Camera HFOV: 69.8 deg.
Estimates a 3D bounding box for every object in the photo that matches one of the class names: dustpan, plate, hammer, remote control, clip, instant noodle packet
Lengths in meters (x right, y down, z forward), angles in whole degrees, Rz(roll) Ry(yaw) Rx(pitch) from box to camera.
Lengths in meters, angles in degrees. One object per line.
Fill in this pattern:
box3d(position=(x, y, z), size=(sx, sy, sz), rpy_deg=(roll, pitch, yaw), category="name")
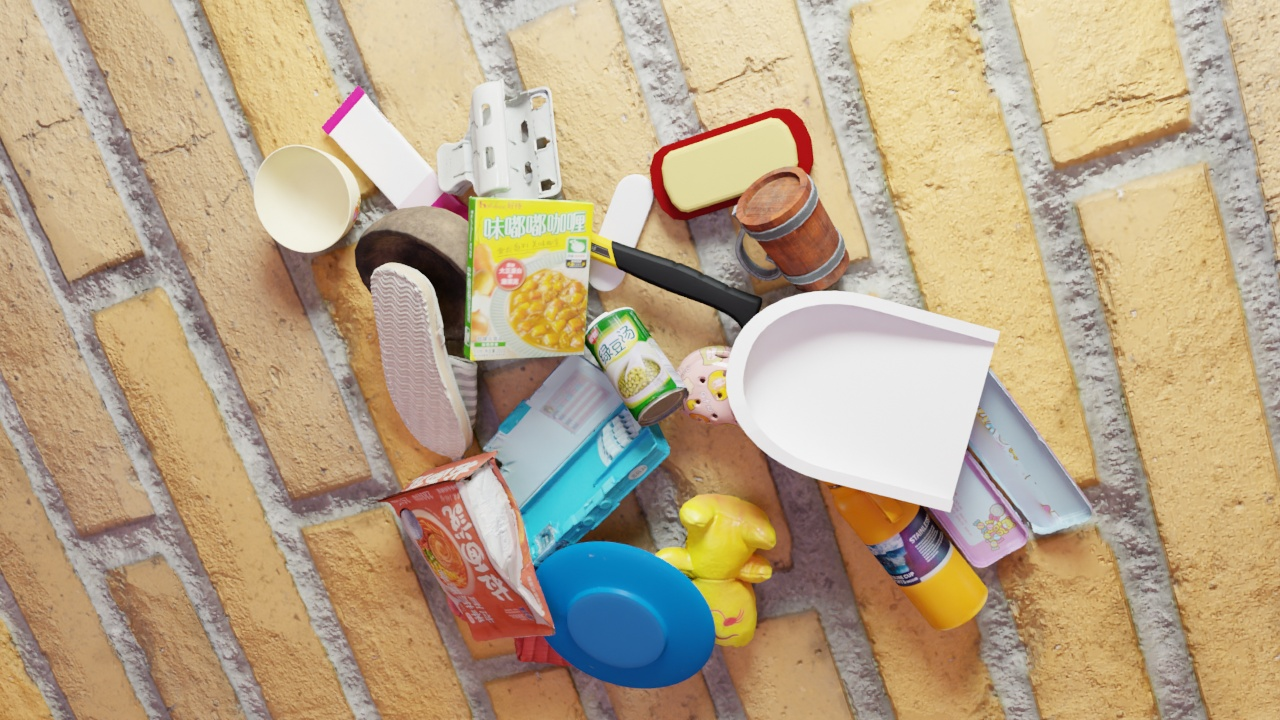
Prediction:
box3d(position=(0.215, 0.030, 0.929), size=(0.258, 0.053, 0.191), rpy_deg=(15, 92, 5), category="dustpan")
box3d(position=(-0.026, 0.304, 1.057), size=(0.224, 0.024, 0.225), rpy_deg=(8, 121, 13), category="plate")
box3d(position=(-0.021, -0.113, 1.004), size=(0.324, 0.029, 0.127), rpy_deg=(23, 107, 11), category="hammer")
box3d(position=(-0.023, -0.141, 1.022), size=(0.043, 0.013, 0.137), rpy_deg=(24, 108, 5), category="remote control")
box3d(position=(-0.164, -0.227, 0.981), size=(0.152, 0.105, 0.126), rpy_deg=(-8, 78, 14), category="clip")
box3d(position=(-0.194, 0.232, 1.088), size=(0.165, 0.083, 0.221), rpy_deg=(-19, 99, 41), category="instant noodle packet")

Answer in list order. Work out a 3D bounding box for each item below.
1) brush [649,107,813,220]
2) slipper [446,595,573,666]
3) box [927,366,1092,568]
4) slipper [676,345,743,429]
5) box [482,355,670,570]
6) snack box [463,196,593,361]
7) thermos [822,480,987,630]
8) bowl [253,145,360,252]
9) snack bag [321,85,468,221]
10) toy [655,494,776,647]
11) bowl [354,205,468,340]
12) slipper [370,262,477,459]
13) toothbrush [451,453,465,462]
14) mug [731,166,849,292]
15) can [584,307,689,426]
box3d(position=(0.094, -0.205, 0.966), size=(0.174, 0.041, 0.082), rpy_deg=(-15, 101, 15), category="brush")
box3d(position=(-0.133, 0.327, 1.146), size=(0.249, 0.059, 0.104), rpy_deg=(12, 106, 10), category="slipper")
box3d(position=(0.367, 0.114, 0.994), size=(0.152, 0.040, 0.214), rpy_deg=(-35, 95, 31), category="box")
box3d(position=(0.130, 0.042, 1.005), size=(0.197, 0.081, 0.093), rpy_deg=(10, 105, 7), category="slipper")
box3d(position=(-0.085, 0.119, 1.075), size=(0.228, 0.086, 0.168), rpy_deg=(-46, 75, 18), category="box")
box3d(position=(-0.117, -0.085, 0.967), size=(0.131, 0.027, 0.168), rpy_deg=(-3, 105, -28), category="snack box")
box3d(position=(0.285, 0.183, 1.005), size=(0.232, 0.076, 0.092), rpy_deg=(51, 148, -4), category="thermos")
box3d(position=(-0.368, -0.187, 1.050), size=(0.118, 0.074, 0.118), rpy_deg=(3, 105, 11), category="bowl")
box3d(position=(-0.278, -0.217, 1.054), size=(0.070, 0.016, 0.196), rpy_deg=(-42, 93, 16), category="snack bag")
box3d(position=(0.078, 0.242, 1.063), size=(0.134, 0.087, 0.194), rpy_deg=(6, 115, -3), category="toy")
box3d(position=(-0.228, -0.103, 1.018), size=(0.162, 0.070, 0.162), rpy_deg=(17, 142, 14), category="bowl")
box3d(position=(-0.243, 0.002, 1.048), size=(0.114, 0.053, 0.273), rpy_deg=(13, 133, 21), category="slipper")
box3d(position=(-0.200, 0.201, 1.130), size=(0.017, 0.012, 0.186), rpy_deg=(-19, 86, 31), category="toothbrush")
box3d(position=(0.145, -0.127, 0.945), size=(0.118, 0.081, 0.111), rpy_deg=(-9, 138, 38), category="mug")
box3d(position=(-0.006, 0.006, 1.007), size=(0.067, 0.067, 0.121), rpy_deg=(-41, 68, 18), category="can")
